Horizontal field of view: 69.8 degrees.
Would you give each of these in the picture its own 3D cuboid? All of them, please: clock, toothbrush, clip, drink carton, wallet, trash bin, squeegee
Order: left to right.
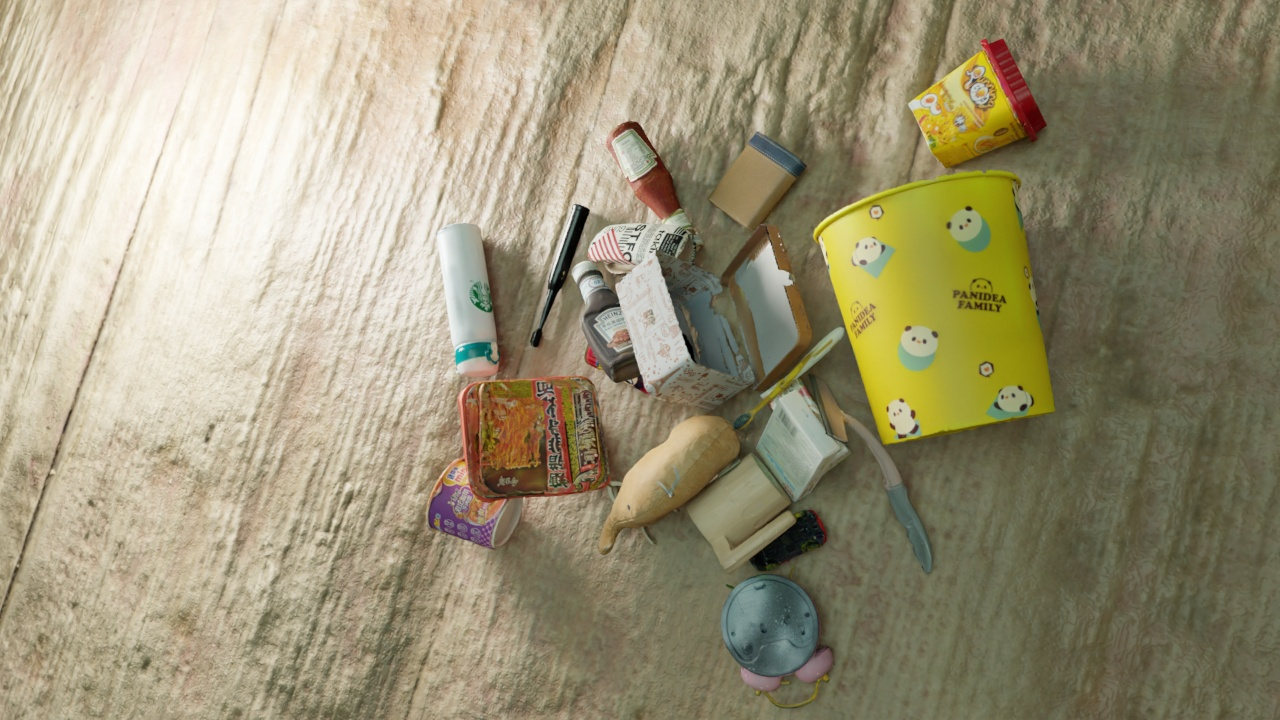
[{"bbox_3d":[-0.118,-0.120,1.311,0.027,0.026,0.212,16,87,58],"label":"toothbrush"},{"bbox_3d":[-0.004,0.192,1.203,0.097,0.034,0.061,37,94,15],"label":"clip"},{"bbox_3d":[0.154,-0.237,1.222,0.090,0.033,0.115,41,97,26],"label":"wallet"},{"bbox_3d":[0.164,0.332,1.092,0.117,0.059,0.158,-19,72,16],"label":"clock"},{"bbox_3d":[0.176,0.024,1.107,0.192,0.018,0.016,-46,66,28],"label":"toothbrush"},{"bbox_3d":[0.204,0.079,1.132,0.053,0.045,0.122,-37,69,10],"label":"drink carton"},{"bbox_3d":[0.279,0.137,1.046,0.040,0.247,0.249,-31,99,12],"label":"squeegee"},{"bbox_3d":[0.333,-0.048,1.018,0.230,0.229,0.255,-14,80,18],"label":"trash bin"}]

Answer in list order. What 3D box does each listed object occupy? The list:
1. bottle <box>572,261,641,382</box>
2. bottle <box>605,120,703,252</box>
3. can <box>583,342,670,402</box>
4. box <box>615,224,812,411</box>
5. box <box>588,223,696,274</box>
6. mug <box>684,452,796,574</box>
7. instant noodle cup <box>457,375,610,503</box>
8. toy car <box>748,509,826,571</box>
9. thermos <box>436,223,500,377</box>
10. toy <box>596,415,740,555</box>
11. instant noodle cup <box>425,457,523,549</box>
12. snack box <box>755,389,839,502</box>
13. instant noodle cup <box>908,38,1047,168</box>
[{"bbox_3d":[-0.042,-0.058,1.217,0.079,0.044,0.194,-20,52,-11],"label":"bottle"},{"bbox_3d":[0.023,-0.234,1.260,0.060,0.059,0.206,-33,76,13],"label":"bottle"},{"bbox_3d":[-0.007,0.007,1.225,0.133,0.053,0.053,26,90,24],"label":"can"},{"bbox_3d":[0.103,-0.060,1.120,0.193,0.156,0.182,-38,54,34],"label":"box"},{"bbox_3d":[0.010,-0.148,1.240,0.164,0.081,0.074,4,66,43],"label":"box"},{"bbox_3d":[0.125,0.185,1.110,0.103,0.084,0.124,-39,31,8],"label":"mug"},{"bbox_3d":[-0.144,0.108,1.215,0.188,0.079,0.164,-2,66,-16],"label":"instant noodle cup"},{"bbox_3d":[0.177,0.221,1.123,0.106,0.031,0.049,-33,71,26],"label":"toy car"},{"bbox_3d":[-0.247,-0.085,1.331,0.073,0.073,0.224,-16,75,18],"label":"thermos"},{"bbox_3d":[0.026,0.151,1.122,0.226,0.143,0.082,-41,87,-7],"label":"toy"},{"bbox_3d":[-0.221,0.201,1.249,0.099,0.111,0.111,23,89,15],"label":"instant noodle cup"},{"bbox_3d":[0.182,0.104,1.081,0.026,0.157,0.084,-29,68,-16],"label":"snack box"},{"bbox_3d":[0.401,-0.300,1.098,0.124,0.116,0.116,-27,71,27],"label":"instant noodle cup"}]
